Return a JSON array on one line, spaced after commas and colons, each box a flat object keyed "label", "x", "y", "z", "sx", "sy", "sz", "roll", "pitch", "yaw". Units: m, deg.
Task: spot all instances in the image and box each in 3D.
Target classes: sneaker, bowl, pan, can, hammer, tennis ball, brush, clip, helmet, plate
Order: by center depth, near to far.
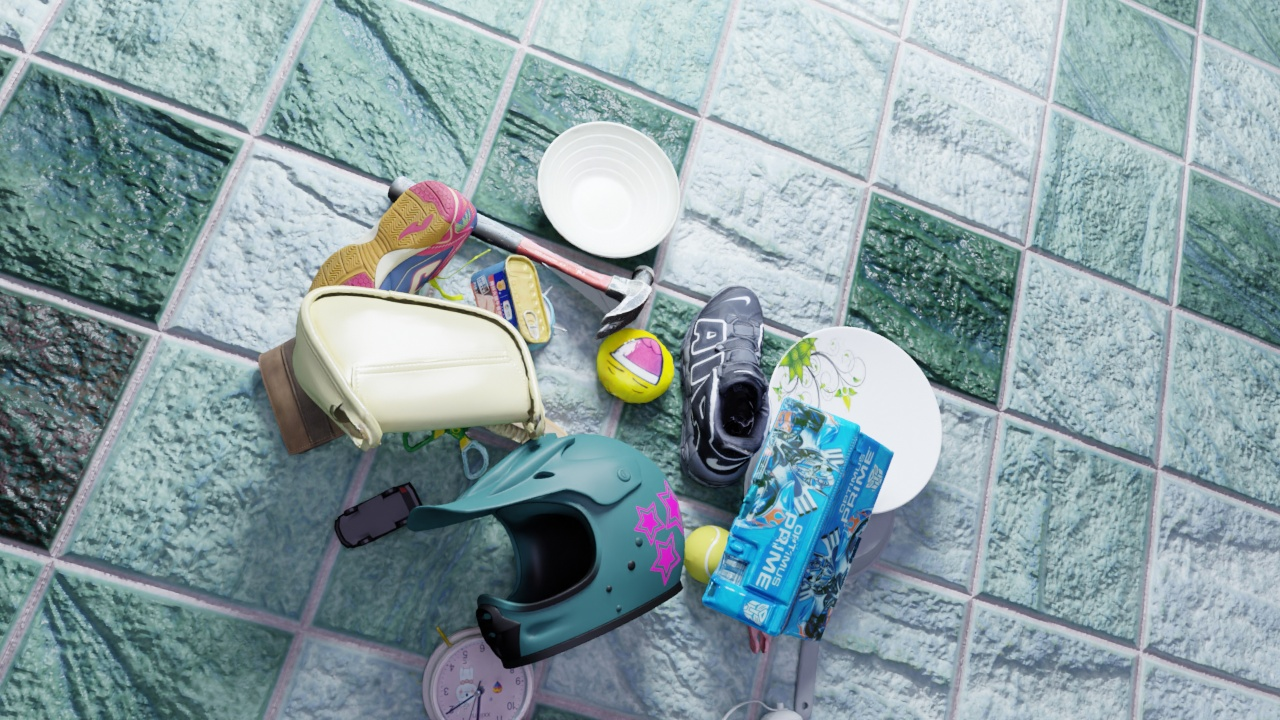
[{"label": "helmet", "x": -0.084, "y": 0.174, "z": 0.933, "sx": 0.274, "sy": 0.177, "sz": 0.200, "roll": -16, "pitch": 84, "yaw": -41}, {"label": "can", "x": -0.144, "y": -0.059, "z": 1.007, "sx": 0.053, "sy": 0.059, "sz": 0.099, "roll": -4, "pitch": 78, "yaw": -60}, {"label": "sneaker", "x": -0.271, "y": -0.088, "z": 1.013, "sx": 0.242, "sy": 0.091, "sz": 0.116, "roll": -44, "pitch": 74, "yaw": 8}, {"label": "brush", "x": -0.139, "y": 0.071, "z": 1.034, "sx": 0.117, "sy": 0.049, "sz": 0.039, "roll": 23, "pitch": 89, "yaw": -8}, {"label": "tennis ball", "x": 0.080, "y": 0.221, "z": 1.043, "sx": 0.065, "sy": 0.065, "sz": 0.065, "roll": 4, "pitch": 75, "yaw": -14}, {"label": "clip", "x": 0.131, "y": 0.307, "z": 1.058, "sx": 0.044, "sy": 0.023, "sz": 0.060, "roll": 19, "pitch": 70, "yaw": -4}, {"label": "sneaker", "x": 0.108, "y": 0.014, "z": 1.059, "sx": 0.097, "sy": 0.151, "sz": 0.252, "roll": 11, "pitch": 72, "yaw": -11}, {"label": "hammer", "x": -0.144, "y": -0.129, "z": 1.073, "sx": 0.326, "sy": 0.036, "sz": 0.140, "roll": 25, "pitch": 38, "yaw": -2}, {"label": "pan", "x": 0.213, "y": 0.240, "z": 1.089, "sx": 0.200, "sy": 0.051, "sz": 0.356, "roll": 12, "pitch": 70, "yaw": -12}, {"label": "plate", "x": 0.254, "y": 0.072, "z": 1.107, "sx": 0.229, "sy": 0.030, "sz": 0.229, "roll": 4, "pitch": 72, "yaw": -14}, {"label": "bowl", "x": -0.043, "y": -0.199, "z": 1.124, "sx": 0.176, "sy": 0.058, "sz": 0.176, "roll": 4, "pitch": 75, "yaw": -14}]

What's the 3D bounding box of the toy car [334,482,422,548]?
[{"label": "toy car", "x": -0.279, "y": 0.166, "z": 0.978, "sx": 0.091, "sy": 0.036, "sz": 0.042, "roll": -26, "pitch": 85, "yaw": -10}]

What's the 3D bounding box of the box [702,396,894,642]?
[{"label": "box", "x": 0.186, "y": 0.182, "z": 1.002, "sx": 0.170, "sy": 0.070, "sz": 0.243, "roll": 24, "pitch": 85, "yaw": -16}]

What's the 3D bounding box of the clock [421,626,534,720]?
[{"label": "clock", "x": -0.166, "y": 0.355, "z": 0.946, "sx": 0.116, "sy": 0.059, "sz": 0.157, "roll": 3, "pitch": 76, "yaw": -14}]

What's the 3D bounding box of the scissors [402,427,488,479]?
[{"label": "scissors", "x": -0.200, "y": 0.079, "z": 1.007, "sx": 0.126, "sy": 0.011, "sz": 0.130, "roll": -28, "pitch": 108, "yaw": 11}]

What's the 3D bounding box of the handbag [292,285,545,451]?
[{"label": "handbag", "x": -0.220, "y": 0.015, "z": 0.918, "sx": 0.232, "sy": 0.089, "sz": 0.190, "roll": -1, "pitch": 49, "yaw": -32}]

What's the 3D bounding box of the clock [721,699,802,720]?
[{"label": "clock", "x": 0.147, "y": 0.449, "z": 1.003, "sx": 0.119, "sy": 0.061, "sz": 0.159, "roll": -34, "pitch": 87, "yaw": -20}]

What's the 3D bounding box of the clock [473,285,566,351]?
[{"label": "clock", "x": -0.154, "y": -0.044, "z": 1.068, "sx": 0.123, "sy": 0.042, "sz": 0.087, "roll": -15, "pitch": 80, "yaw": -13}]

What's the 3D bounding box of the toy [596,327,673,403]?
[{"label": "toy", "x": -0.006, "y": 0.006, "z": 1.089, "sx": 0.095, "sy": 0.041, "sz": 0.094, "roll": 35, "pitch": 66, "yaw": -1}]

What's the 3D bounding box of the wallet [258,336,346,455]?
[{"label": "wallet", "x": -0.348, "y": 0.031, "z": 0.974, "sx": 0.099, "sy": 0.027, "sz": 0.121, "roll": -23, "pitch": 82, "yaw": 17}]
